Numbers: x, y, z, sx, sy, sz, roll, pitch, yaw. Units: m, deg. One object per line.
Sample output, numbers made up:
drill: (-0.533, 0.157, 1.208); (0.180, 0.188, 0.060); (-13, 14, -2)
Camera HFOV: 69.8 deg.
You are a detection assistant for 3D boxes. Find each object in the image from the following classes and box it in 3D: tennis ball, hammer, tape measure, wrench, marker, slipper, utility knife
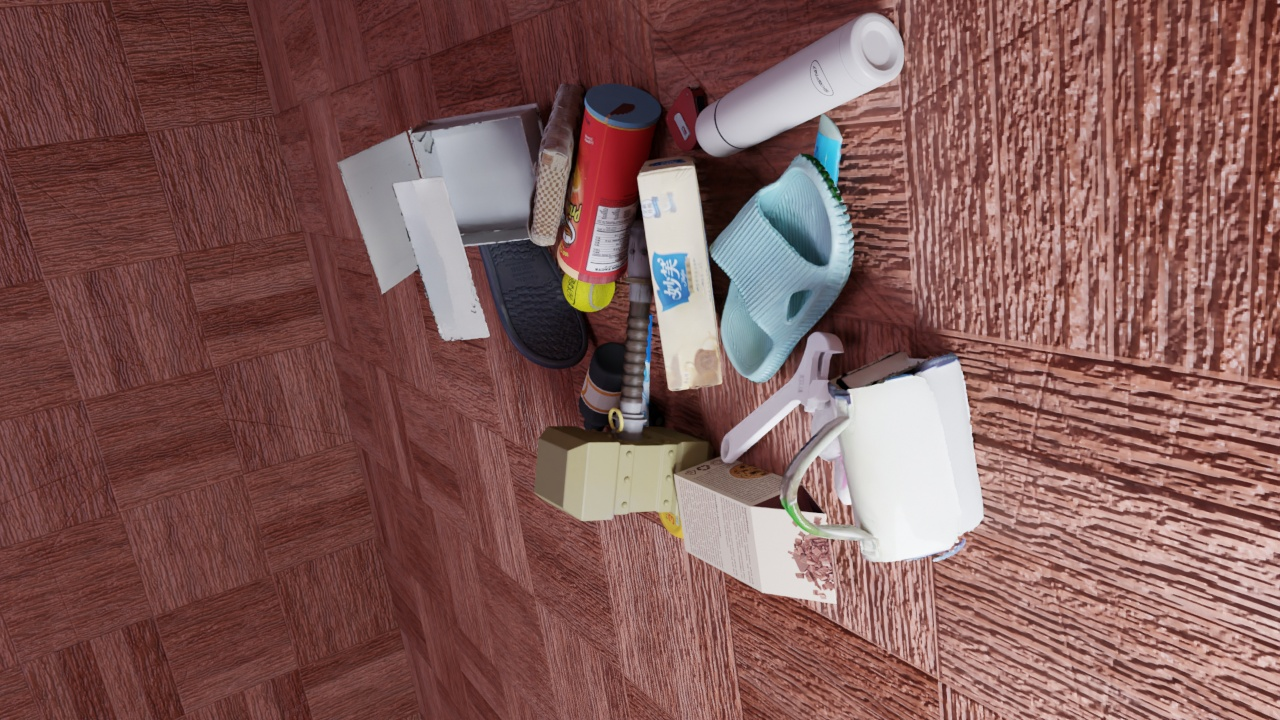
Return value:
tennis ball: (-0.065, -0.094, 1.152); (0.065, 0.065, 0.065); (37, 135, 47)
hammer: (-0.006, 0.006, 1.037); (0.101, 0.190, 0.325); (13, 98, 58)
tape measure: (0.048, 0.188, 1.144); (0.059, 0.030, 0.068); (22, 122, 55)
tape measure: (0.049, -0.239, 0.919); (0.051, 0.019, 0.059); (66, 151, 13)
wrench: (0.131, 0.049, 0.908); (0.274, 0.018, 0.066); (125, 151, -61)
marker: (0.006, 0.015, 1.111); (0.013, 0.013, 0.142); (15, 106, 58)
slipper: (0.113, -0.065, 0.832); (0.116, 0.069, 0.277); (59, 155, 23)
slipper: (-0.164, -0.092, 1.289); (0.268, 0.110, 0.083); (65, 154, 21)
utility knife: (0.154, -0.113, 0.808); (0.031, 0.015, 0.207); (46, 142, 45)

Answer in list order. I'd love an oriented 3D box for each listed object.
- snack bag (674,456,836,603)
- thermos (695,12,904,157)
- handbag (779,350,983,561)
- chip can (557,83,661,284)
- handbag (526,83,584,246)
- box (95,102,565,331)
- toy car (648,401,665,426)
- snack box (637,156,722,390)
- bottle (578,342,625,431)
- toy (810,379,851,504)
snack bag: (0.126, 0.175, 0.957); (0.207, 0.069, 0.094); (14, 117, 58)
thermos: (0.121, -0.221, 0.768); (0.225, 0.052, 0.052); (-9, 98, 61)
handbag: (0.183, 0.083, 0.696); (0.074, 0.175, 0.151); (3, 107, 59)
chip can: (-0.038, -0.193, 1.030); (0.087, 0.086, 0.214); (52, 145, 33)
handbag: (-0.101, -0.230, 1.068); (0.185, 0.047, 0.124); (-84, 7, -50)
box: (-0.375, -0.183, 1.162); (0.234, 0.527, 0.167); (29, 136, 57)
toy car: (0.008, 0.100, 1.163); (0.046, 0.034, 0.112); (33, 132, 50)
snack box: (0.041, -0.091, 0.903); (0.153, 0.055, 0.207); (-81, -17, -74)
bottle: (-0.051, 0.054, 1.215); (0.059, 0.059, 0.182); (56, 148, 28)
toy: (0.179, 0.063, 0.832); (0.076, 0.037, 0.125); (99, 164, -44)
